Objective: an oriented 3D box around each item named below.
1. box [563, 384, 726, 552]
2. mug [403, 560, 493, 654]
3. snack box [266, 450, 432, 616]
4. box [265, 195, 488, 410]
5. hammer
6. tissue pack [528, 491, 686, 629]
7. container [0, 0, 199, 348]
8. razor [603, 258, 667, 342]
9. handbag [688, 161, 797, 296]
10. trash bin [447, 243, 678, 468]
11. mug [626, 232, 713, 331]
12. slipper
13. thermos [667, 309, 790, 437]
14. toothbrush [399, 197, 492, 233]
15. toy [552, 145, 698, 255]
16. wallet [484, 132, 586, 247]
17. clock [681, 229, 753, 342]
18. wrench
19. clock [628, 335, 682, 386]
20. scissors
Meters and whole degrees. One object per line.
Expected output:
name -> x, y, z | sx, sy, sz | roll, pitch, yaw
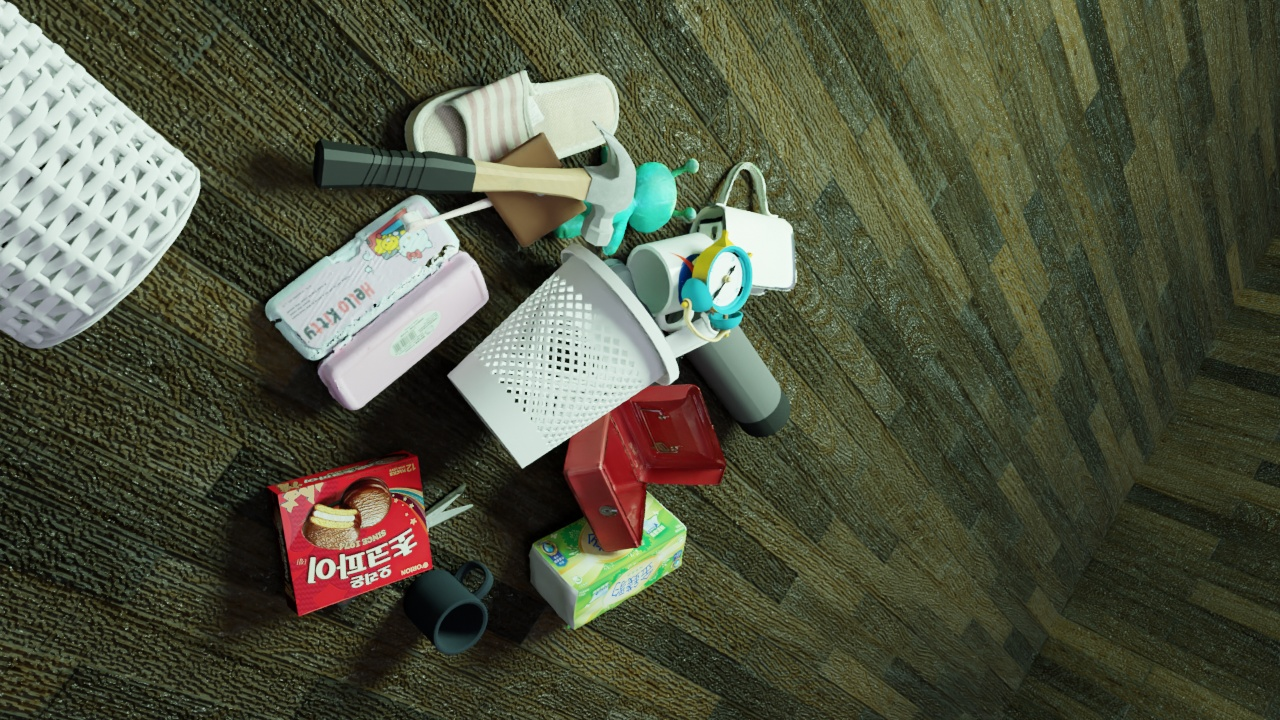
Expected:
box -> -0.004, 0.138, 1.157 | 0.169, 0.157, 0.157 | -60, 138, -41
mug -> -0.221, 0.287, 1.097 | 0.105, 0.077, 0.071 | -48, 132, -16
snack box -> -0.309, 0.182, 0.989 | 0.151, 0.036, 0.133 | -14, 105, -37
box -> -0.256, -0.056, 0.938 | 0.201, 0.067, 0.154 | -44, 130, -21
hammer -> -0.156, -0.185, 0.925 | 0.327, 0.039, 0.131 | -2, 130, -29
tissue pack -> -0.045, 0.284, 1.235 | 0.197, 0.120, 0.142 | -18, 133, -29
container -> -0.452, -0.135, 0.645 | 0.189, 0.189, 0.187 | -53, 134, -12
razor -> -0.009, -0.061, 1.119 | 0.047, 0.143, 0.052 | -22, 160, -34
handbag -> 0.137, -0.179, 1.242 | 0.151, 0.074, 0.176 | 1, 87, -43
trash bin -> -0.096, 0.007, 1.032 | 0.199, 0.195, 0.195 | -39, 129, -11
mug -> 0.044, -0.095, 1.165 | 0.090, 0.091, 0.121 | -18, 119, -36
slipper -> -0.123, -0.253, 0.982 | 0.262, 0.052, 0.115 | -23, 122, -34
thermos -> 0.129, 0.011, 1.289 | 0.082, 0.082, 0.240 | -51, 133, -13
toothbrush -> -0.179, -0.166, 0.973 | 0.180, 0.016, 0.018 | -29, 85, -45
toy -> -0.017, -0.188, 1.094 | 0.193, 0.072, 0.131 | -14, 117, -27
wallet -> -0.116, -0.181, 0.992 | 0.087, 0.013, 0.121 | -32, 143, 0
clock -> 0.096, -0.087, 1.121 | 0.099, 0.044, 0.129 | 32, 78, -44
wrench -> -0.007, 0.007, 1.150 | 0.273, 0.018, 0.066 | -27, 91, -11
clock -> 0.003, -0.004, 1.199 | 0.120, 0.042, 0.091 | 37, 81, -43
scissors -> -0.286, 0.210, 1.053 | 0.179, 0.015, 0.185 | 22, 91, -44
